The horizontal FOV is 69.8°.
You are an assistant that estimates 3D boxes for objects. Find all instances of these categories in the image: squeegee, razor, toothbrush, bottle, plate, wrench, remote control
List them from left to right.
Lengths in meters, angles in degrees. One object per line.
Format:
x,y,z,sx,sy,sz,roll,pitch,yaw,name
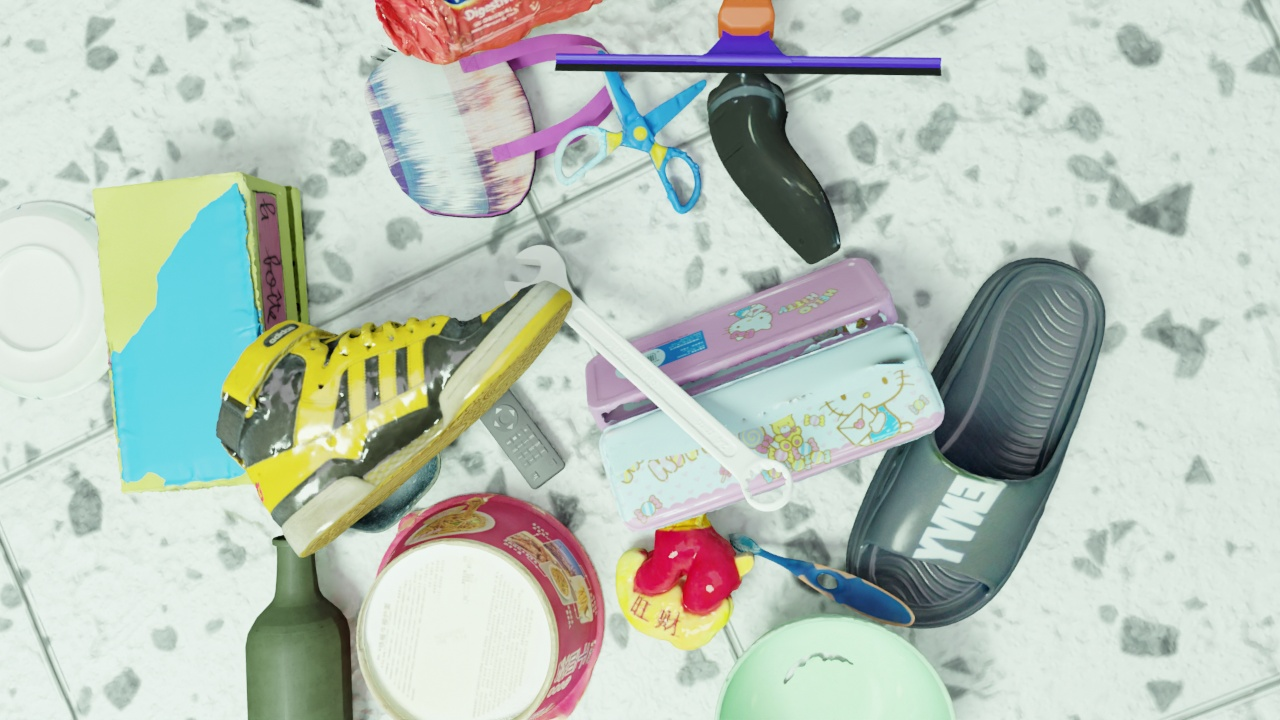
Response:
-0.471,-0.047,0.716,0.157,0.014,0.157,0,91,8,plate
-0.245,0.229,0.659,0.071,0.071,0.207,-2,90,7,bottle
-0.105,0.031,0.669,0.032,0.015,0.136,-37,88,6,remote control
-0.004,0.003,0.597,0.047,0.009,0.273,-44,58,-8,wrench
0.074,-0.275,0.623,0.250,0.055,0.184,3,82,6,squeegee
0.096,-0.133,0.630,0.063,0.053,0.140,-34,93,-27,razor
0.118,0.145,0.616,0.135,0.017,0.021,20,77,29,toothbrush

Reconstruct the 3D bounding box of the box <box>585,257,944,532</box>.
0.072,0.017,0.598,0.214,0.051,0.148,-21,54,7,box

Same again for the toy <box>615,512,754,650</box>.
0.030,0.130,0.627,0.106,0.067,0.137,1,90,28,toy

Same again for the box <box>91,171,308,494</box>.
-0.311,-0.017,0.666,0.124,0.082,0.221,-6,92,8,box

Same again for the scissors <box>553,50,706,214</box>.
-0.004,-0.155,0.639,0.130,0.014,0.125,-28,104,-9,scissors

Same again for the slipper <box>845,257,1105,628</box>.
0.228,0.058,0.594,0.111,0.083,0.268,25,92,5,slipper

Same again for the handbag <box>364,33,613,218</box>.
-0.098,-0.179,0.650,0.170,0.068,0.144,-20,87,0,handbag

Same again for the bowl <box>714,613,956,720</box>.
0.125,0.235,0.608,0.151,0.077,0.151,0,90,7,bowl

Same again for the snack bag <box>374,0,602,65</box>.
-0.093,-0.255,0.613,0.176,0.082,0.082,-32,86,-17,snack bag

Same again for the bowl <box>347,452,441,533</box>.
-0.193,0.067,0.657,0.110,0.055,0.110,0,82,0,bowl

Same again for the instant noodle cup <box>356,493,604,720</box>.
-0.119,0.186,0.640,0.179,0.077,0.178,0,90,7,instant noodle cup

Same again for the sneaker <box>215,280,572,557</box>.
-0.164,0.005,0.592,0.238,0.086,0.122,-43,88,-3,sneaker
